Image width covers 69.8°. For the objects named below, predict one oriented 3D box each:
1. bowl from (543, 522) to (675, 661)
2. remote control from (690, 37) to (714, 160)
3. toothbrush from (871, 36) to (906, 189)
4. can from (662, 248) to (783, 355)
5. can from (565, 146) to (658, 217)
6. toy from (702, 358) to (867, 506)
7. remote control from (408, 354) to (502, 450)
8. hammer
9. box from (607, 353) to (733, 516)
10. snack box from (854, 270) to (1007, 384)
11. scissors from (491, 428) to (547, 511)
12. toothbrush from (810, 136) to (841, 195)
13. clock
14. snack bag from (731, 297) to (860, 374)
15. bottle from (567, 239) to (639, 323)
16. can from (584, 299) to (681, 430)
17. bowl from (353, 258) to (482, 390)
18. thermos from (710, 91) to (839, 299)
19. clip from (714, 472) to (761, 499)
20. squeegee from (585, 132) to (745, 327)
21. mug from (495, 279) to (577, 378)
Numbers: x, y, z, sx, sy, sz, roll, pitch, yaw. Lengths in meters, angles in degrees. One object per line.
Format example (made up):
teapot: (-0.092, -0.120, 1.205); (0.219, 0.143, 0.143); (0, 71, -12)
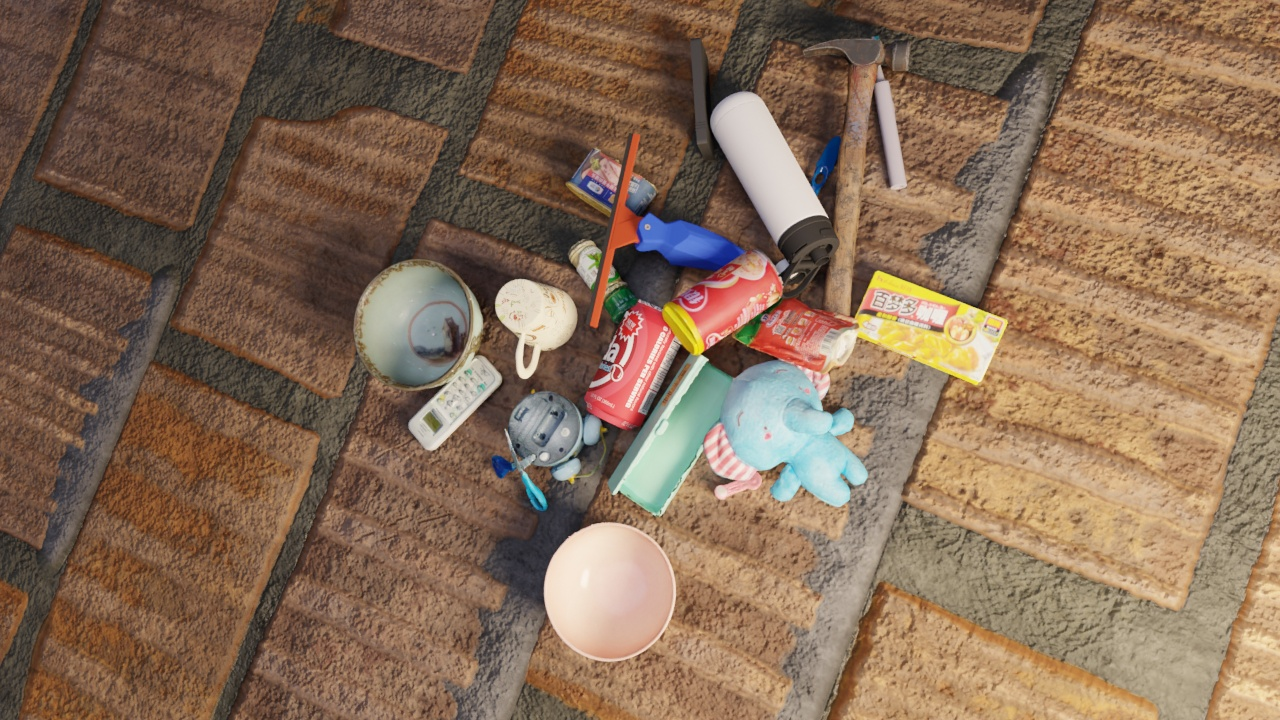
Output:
bowl: (-0.027, 0.258, 1.042); (0.153, 0.076, 0.153); (-2, 83, 14)
remote control: (0.075, -0.314, 1.105); (0.013, 0.058, 0.133); (-5, 80, 13)
toothbrush: (0.286, -0.291, 1.068); (0.019, 0.018, 0.188); (-9, 80, 14)
can: (0.092, -0.065, 1.020); (0.124, 0.067, 0.066); (-34, 75, -12)
can: (-0.035, -0.210, 1.121); (0.100, 0.054, 0.059); (34, 90, 16)
toy: (0.169, 0.079, 0.999); (0.180, 0.115, 0.183); (42, 68, 11)
remote control: (-0.231, 0.053, 1.149); (0.133, 0.022, 0.050); (-44, 75, 5)
hammer: (0.231, -0.202, 1.052); (0.120, 0.033, 0.330); (6, 90, 17)
box: (0.033, 0.081, 1.044); (0.077, 0.091, 0.188); (34, 91, 17)
snack box: (0.318, -0.038, 1.021); (0.152, 0.025, 0.075); (24, 89, 16)
scissors: (-0.151, 0.124, 1.085); (0.117, 0.130, 0.014); (24, 53, 37)
toothbrush: (0.206, -0.205, 1.078); (0.021, 0.016, 0.132); (25, 89, 4)
clock: (-0.098, 0.090, 1.094); (0.124, 0.051, 0.088); (31, 86, 14)
snack bag: (0.164, -0.040, 1.035); (0.155, 0.044, 0.087); (26, 63, 35)
bottle: (-0.045, -0.098, 1.115); (0.043, 0.042, 0.110); (-38, 74, 6)
can: (-0.006, 0.006, 1.072); (0.074, 0.074, 0.142); (26, 89, 16)
bowl: (-0.259, -0.037, 1.132); (0.160, 0.094, 0.159); (-2, 82, 14)
thermos: (0.146, -0.193, 1.058); (0.102, 0.068, 0.229); (-50, 56, 47)
clip: (0.111, 0.146, 1.054); (0.060, 0.044, 0.023); (-19, 80, -17)
squeegee: (0.053, -0.132, 1.058); (0.184, 0.055, 0.249); (17, 70, -15)
mug: (-0.132, -0.039, 1.098); (0.081, 0.097, 0.122); (9, 85, 15)
